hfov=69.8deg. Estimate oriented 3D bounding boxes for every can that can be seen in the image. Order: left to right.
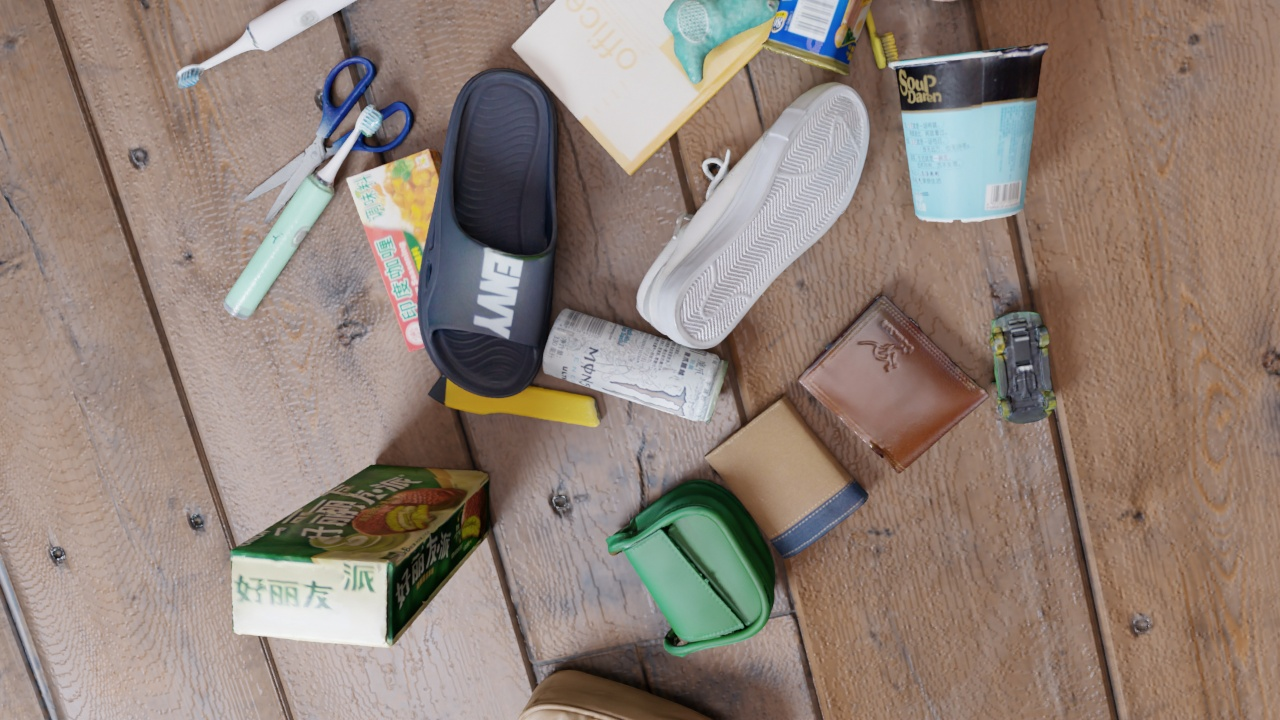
[{"bbox_3d":[-0.005,0.004,0.760,0.147,0.058,0.058,18,100,3],"label":"can"},{"bbox_3d":[0.136,-0.260,0.672,0.057,0.101,0.083,23,110,15],"label":"can"}]

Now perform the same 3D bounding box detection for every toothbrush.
[{"bbox_3d":[-0.295,-0.283,0.763,0.221,0.027,0.026,-25,54,10],"label":"toothbrush"},{"bbox_3d":[-0.288,-0.126,0.781,0.027,0.026,0.225,43,105,9],"label":"toothbrush"},{"bbox_3d":[0.165,-0.321,0.710,0.016,0.015,0.190,-18,96,4],"label":"toothbrush"}]

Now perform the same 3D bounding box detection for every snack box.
[{"bbox_3d":[-0.203,0.142,0.713,0.114,0.239,0.063,3,98,7],"label":"snack box"},{"bbox_3d":[-0.185,-0.093,0.781,0.077,0.027,0.156,-18,97,9],"label":"snack box"}]

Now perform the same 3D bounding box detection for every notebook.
[{"bbox_3d":[0.017,-0.273,0.737,0.206,0.010,0.146,-42,93,11],"label":"notebook"}]

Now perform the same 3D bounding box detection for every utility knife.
[{"bbox_3d":[-0.109,0.035,0.799,0.154,0.015,0.033,10,106,4],"label":"utility knife"}]

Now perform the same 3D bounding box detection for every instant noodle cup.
[{"bbox_3d":[0.244,-0.168,0.687,0.111,0.111,0.120,-4,107,7],"label":"instant noodle cup"}]

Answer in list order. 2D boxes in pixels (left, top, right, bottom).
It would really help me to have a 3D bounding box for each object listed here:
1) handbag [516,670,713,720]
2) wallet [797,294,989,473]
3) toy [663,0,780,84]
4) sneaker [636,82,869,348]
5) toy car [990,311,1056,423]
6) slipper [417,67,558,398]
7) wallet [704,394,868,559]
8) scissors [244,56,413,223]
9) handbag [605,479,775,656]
[{"bbox_3d":[-0.017,0.366,0.799,0.204,0.099,0.148,16,104,7],"label":"handbag"},{"bbox_3d":[0.206,0.020,0.753,0.124,0.032,0.101,43,99,-2],"label":"wallet"},{"bbox_3d":[0.062,-0.275,0.713,0.092,0.030,0.096,-22,90,4],"label":"toy"},{"bbox_3d":[0.085,-0.117,0.728,0.089,0.091,0.242,42,82,-31],"label":"sneaker"},{"bbox_3d":[0.304,0.005,0.735,0.043,0.036,0.091,-9,97,7],"label":"toy car"},{"bbox_3d":[-0.118,-0.103,0.726,0.110,0.083,0.268,5,92,-10],"label":"slipper"},{"bbox_3d":[0.122,0.099,0.775,0.090,0.033,0.115,-39,92,8],"label":"wallet"},{"bbox_3d":[-0.264,-0.177,0.785,0.140,0.012,0.171,20,103,3],"label":"scissors"},{"bbox_3d":[0.046,0.176,0.783,0.120,0.067,0.131,-29,96,17],"label":"handbag"}]
